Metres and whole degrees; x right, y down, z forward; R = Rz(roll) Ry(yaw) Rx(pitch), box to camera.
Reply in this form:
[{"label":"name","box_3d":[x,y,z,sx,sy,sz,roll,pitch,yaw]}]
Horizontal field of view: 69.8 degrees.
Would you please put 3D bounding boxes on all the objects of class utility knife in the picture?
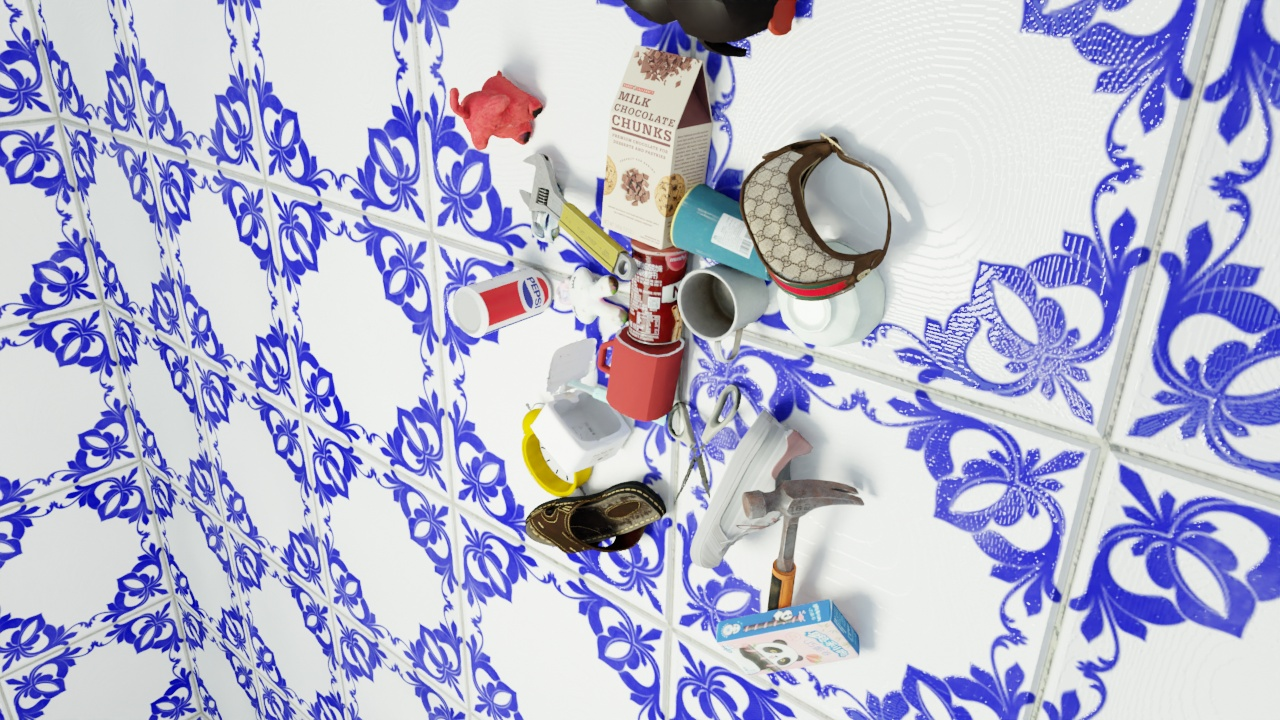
[{"label":"utility knife","box_3d":[-0.031,0.052,1.215,0.141,0.015,0.022,21,89,-8]}]

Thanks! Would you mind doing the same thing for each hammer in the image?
[{"label":"hammer","box_3d":[0.186,0.263,1.116,0.035,0.137,0.315,-109,14,-50]}]

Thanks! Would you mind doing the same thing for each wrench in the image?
[{"label":"wrench","box_3d":[-0.083,-0.178,1.151,0.273,0.018,0.084,44,122,39]}]

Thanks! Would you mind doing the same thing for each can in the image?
[{"label":"can","box_3d":[-0.190,-0.082,1.271,0.070,0.131,0.070,19,120,36]}]

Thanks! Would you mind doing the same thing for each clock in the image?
[{"label":"clock","box_3d":[-0.127,0.133,1.367,0.114,0.051,0.152,13,121,39]}]

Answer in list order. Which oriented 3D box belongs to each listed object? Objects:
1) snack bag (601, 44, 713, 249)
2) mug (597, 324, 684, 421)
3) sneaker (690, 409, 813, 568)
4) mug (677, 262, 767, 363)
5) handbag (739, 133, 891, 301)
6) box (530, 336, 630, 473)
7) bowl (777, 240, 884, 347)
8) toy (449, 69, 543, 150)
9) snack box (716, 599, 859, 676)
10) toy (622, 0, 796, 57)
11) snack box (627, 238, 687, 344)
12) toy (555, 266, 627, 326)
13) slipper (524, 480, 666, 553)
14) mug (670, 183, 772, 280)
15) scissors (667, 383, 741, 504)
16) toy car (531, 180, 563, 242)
[{"label":"snack bag","box_3d":[0.021,-0.245,1.049,0.094,0.069,0.207,26,124,33]},{"label":"mug","box_3d":[-0.007,0.007,1.176,0.116,0.080,0.097,27,125,28]},{"label":"sneaker","box_3d":[0.138,0.175,1.106,0.089,0.099,0.237,29,121,15]},{"label":"mug","box_3d":[0.099,-0.058,1.058,0.084,0.070,0.113,-5,104,44]},{"label":"handbag","box_3d":[0.178,-0.148,0.927,0.138,0.063,0.166,-23,69,12]},{"label":"box","box_3d":[-0.079,0.049,1.251,0.151,0.107,0.132,51,129,20]},{"label":"bowl","box_3d":[0.193,-0.064,0.975,0.117,0.061,0.117,20,121,36]},{"label":"toy","box_3d":[-0.205,-0.330,1.187,0.088,0.132,0.094,-50,63,32]},{"label":"snack box","box_3d":[0.181,0.342,1.125,0.154,0.033,0.088,-21,126,27]},{"label":"toy","box_3d":[0.045,-0.388,0.912,0.184,0.139,0.159,20,121,36]},{"label":"snack box","box_3d":[0.021,-0.088,1.118,0.072,0.072,0.121,23,123,34]},{"label":"toy","box_3d":[-0.070,-0.084,1.227,0.123,0.037,0.079,11,122,43]},{"label":"slipper","box_3d":[-0.074,0.239,1.323,0.269,0.075,0.113,-23,120,41]},{"label":"mug","box_3d":[0.104,-0.139,1.018,0.121,0.078,0.078,29,126,26]},{"label":"scissors","box_3d":[0.071,0.097,1.140,0.171,0.012,0.157,-58,31,6]},{"label":"toy car","box_3d":[-0.129,-0.202,1.237,0.039,0.027,0.090,31,126,32]}]
